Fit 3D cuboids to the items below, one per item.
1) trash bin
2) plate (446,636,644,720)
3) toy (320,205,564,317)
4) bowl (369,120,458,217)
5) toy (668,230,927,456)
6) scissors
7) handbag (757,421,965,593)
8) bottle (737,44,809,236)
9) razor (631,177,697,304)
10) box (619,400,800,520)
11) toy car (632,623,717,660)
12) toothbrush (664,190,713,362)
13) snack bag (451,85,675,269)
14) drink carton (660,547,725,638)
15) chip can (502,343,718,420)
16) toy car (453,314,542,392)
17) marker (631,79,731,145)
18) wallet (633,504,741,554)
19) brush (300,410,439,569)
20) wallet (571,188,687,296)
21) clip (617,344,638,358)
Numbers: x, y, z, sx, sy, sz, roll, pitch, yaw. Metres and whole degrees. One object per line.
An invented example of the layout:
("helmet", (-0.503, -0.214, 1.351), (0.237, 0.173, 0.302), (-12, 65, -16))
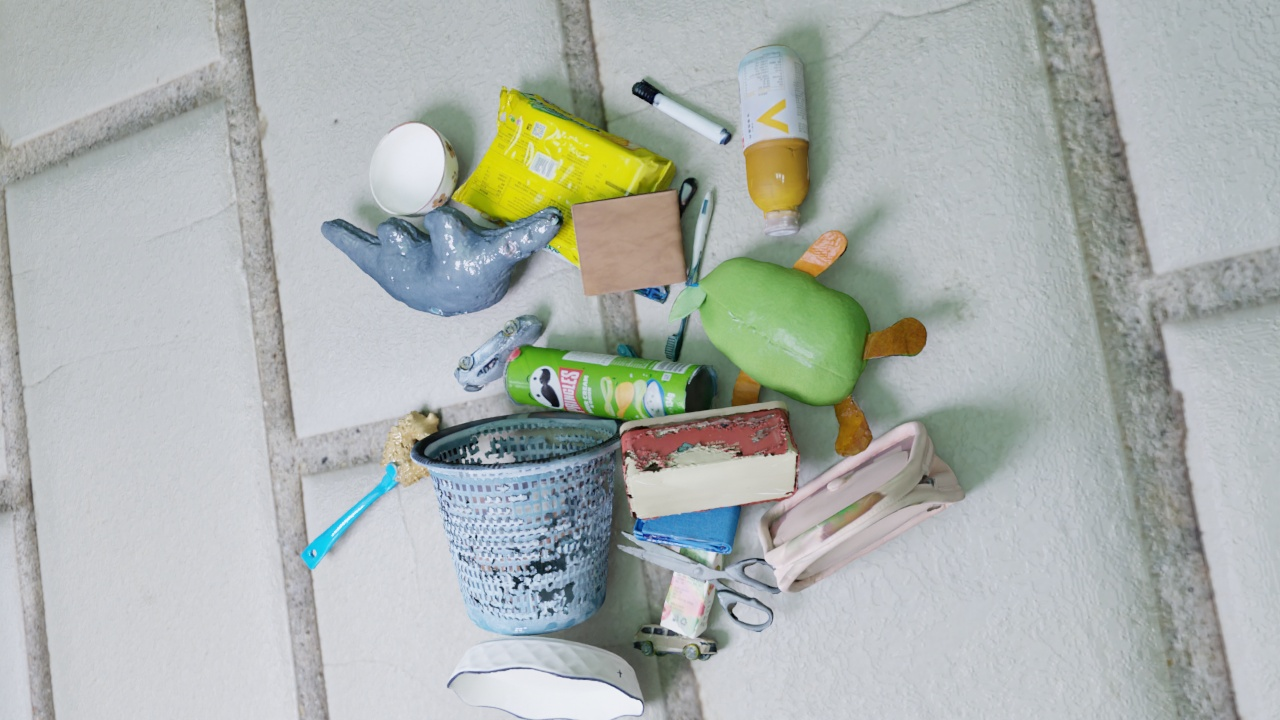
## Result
("trash bin", (-0.118, 0.172, 0.974), (0.227, 0.226, 0.195), (0, 101, 21))
("plate", (-0.097, 0.338, 0.966), (0.205, 0.205, 0.045), (-8, 53, 21))
("toy", (-0.225, -0.116, 1.058), (0.357, 0.091, 0.138), (0, 121, 32))
("bowl", (-0.262, -0.224, 1.105), (0.114, 0.062, 0.113), (-3, 83, 26))
("toy", (0.154, -0.026, 0.926), (0.247, 0.089, 0.227), (34, 112, 22))
("scissors", (0.060, 0.224, 0.935), (0.172, 0.014, 0.145), (-16, 88, 6))
("handbag", (0.188, 0.143, 0.828), (0.194, 0.234, 0.093), (-36, 78, 16))
("bottle", (0.140, -0.225, 0.948), (0.068, 0.068, 0.189), (-5, 86, 21))
("razor", (0.031, -0.135, 1.012), (0.043, 0.022, 0.143), (24, 96, 18))
("box", (0.068, 0.103, 0.891), (0.168, 0.091, 0.079), (-8, 47, 0))
("toy car", (0.039, 0.303, 0.983), (0.091, 0.042, 0.035), (0, 74, 25))
("toothbrush", (0.054, -0.092, 1.006), (0.018, 0.016, 0.191), (14, 94, 31))
("snack bag", (-0.089, -0.200, 1.037), (0.246, 0.068, 0.158), (30, 99, 20))
("drink carton", (0.059, 0.224, 0.973), (0.045, 0.053, 0.122), (14, 92, 21))
("chip can", (-0.036, 0.026, 0.984), (0.236, 0.072, 0.072), (6, 90, 31))
("toy car", (-0.162, -0.008, 1.066), (0.121, 0.054, 0.037), (-40, 72, 14))
("marker", (0.045, -0.275, 1.014), (0.131, 0.018, 0.022), (34, 91, 19))
("wallet", (0.057, 0.133, 0.951), (0.106, 0.040, 0.132), (6, 51, 17))
("brush", (-0.330, 0.164, 1.125), (0.255, 0.046, 0.083), (-45, 77, 8))
("wallet", (-0.011, -0.125, 0.975), (0.115, 0.020, 0.101), (-8, 105, -5))
("clip", (-0.007, 0.005, 1.023), (0.014, 0.041, 0.056), (-36, 72, 17))
